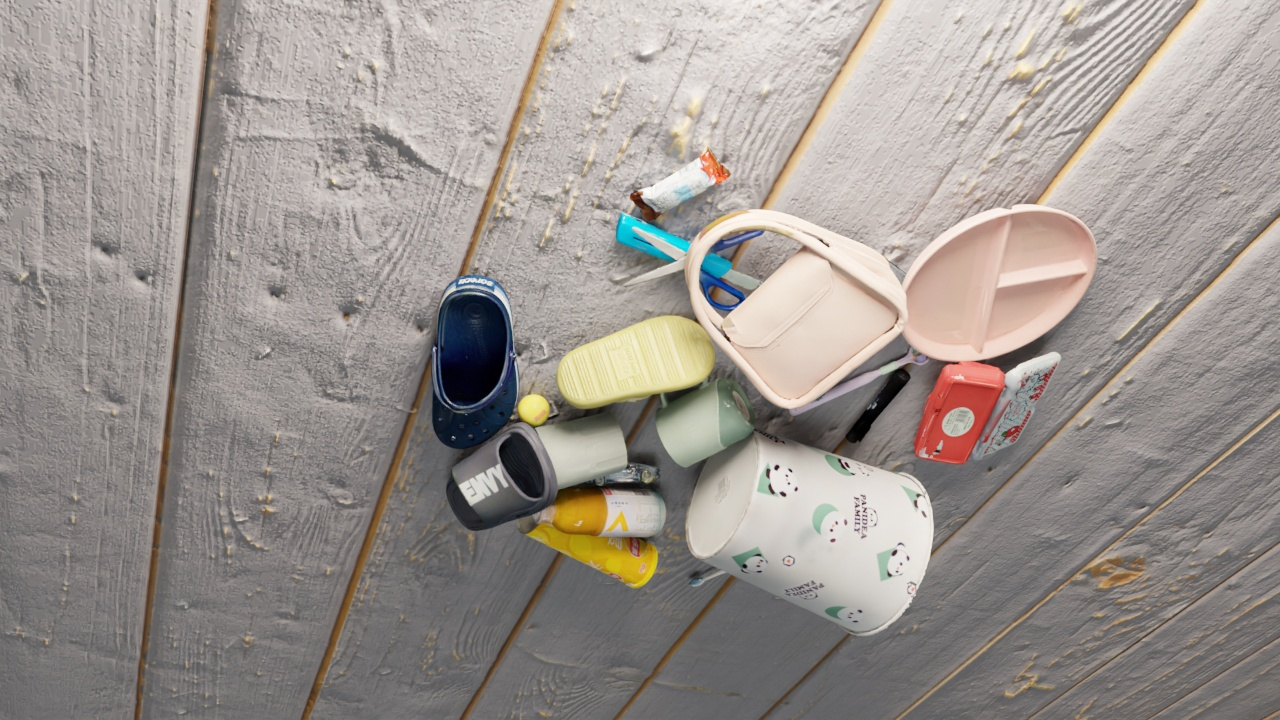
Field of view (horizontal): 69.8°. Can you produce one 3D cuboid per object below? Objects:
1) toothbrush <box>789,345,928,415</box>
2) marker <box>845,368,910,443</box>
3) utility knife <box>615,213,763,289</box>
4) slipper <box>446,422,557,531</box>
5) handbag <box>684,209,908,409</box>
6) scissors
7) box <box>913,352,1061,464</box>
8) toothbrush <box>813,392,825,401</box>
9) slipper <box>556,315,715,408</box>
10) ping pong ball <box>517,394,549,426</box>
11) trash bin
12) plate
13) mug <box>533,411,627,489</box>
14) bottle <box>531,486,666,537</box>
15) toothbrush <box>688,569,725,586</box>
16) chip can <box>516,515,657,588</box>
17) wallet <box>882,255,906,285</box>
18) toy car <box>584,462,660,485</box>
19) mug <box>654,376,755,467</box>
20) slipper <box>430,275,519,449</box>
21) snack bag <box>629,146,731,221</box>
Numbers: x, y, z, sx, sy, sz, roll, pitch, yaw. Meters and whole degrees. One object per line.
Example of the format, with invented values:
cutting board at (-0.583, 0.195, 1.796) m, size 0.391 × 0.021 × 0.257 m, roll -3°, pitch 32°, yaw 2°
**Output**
toothbrush at (0.275, 0.029, 1.175) m, size 0.189 × 0.029 × 0.021 m, roll -28°, pitch 166°, yaw 22°
marker at (0.312, 0.062, 1.207) m, size 0.022 × 0.020 × 0.132 m, roll 21°, pitch 129°, yaw -8°
utility knife at (0.056, -0.116, 1.027) m, size 0.191 × 0.018 × 0.034 m, roll 20°, pitch 128°, yaw -23°
slipper at (-0.196, 0.169, 1.169) m, size 0.269 × 0.083 × 0.110 m, roll -35°, pitch 85°, yaw 49°
handbag at (0.154, -0.071, 1.010) m, size 0.234 × 0.093 × 0.194 m, roll 33°, pitch 120°, yaw -23°
scissors at (0.066, -0.110, 1.014) m, size 0.163 × 0.012 × 0.176 m, roll -37°, pitch 126°, yaw 21°
box at (0.445, 0.067, 1.187) m, size 0.161 × 0.060 × 0.201 m, roll -5°, pitch 143°, yaw -1°
toothbrush at (0.254, -0.019, 1.104) m, size 0.016 × 0.018 × 0.192 m, roll 12°, pitch 129°, yaw -21°
slipper at (-0.007, 0.006, 1.104) m, size 0.190 × 0.091 × 0.081 m, roll -15°, pitch 170°, yaw -1°
ping pong ball at (-0.135, 0.063, 1.163) m, size 0.040 × 0.040 × 0.040 m, roll -2°, pitch 133°, yaw -2°
trash bin at (0.213, 0.216, 1.216) m, size 0.251 × 0.229 × 0.230 m, roll 23°, pitch 128°, yaw -17°
plate at (0.406, -0.087, 1.059) m, size 0.229 × 0.028 × 0.230 m, roll -6°, pitch 136°, yaw -6°
mug at (-0.081, 0.122, 1.191) m, size 0.103 × 0.083 × 0.124 m, roll -14°, pitch 162°, yaw -14°
bottle at (-0.057, 0.207, 1.259) m, size 0.189 × 0.068 × 0.068 m, roll 7°, pitch 134°, yaw -30°
toothbrush at (0.168, 0.306, 1.421) m, size 0.221 × 0.026 × 0.026 m, roll -30°, pitch 150°, yaw 23°
chip can at (-0.074, 0.258, 1.330) m, size 0.213 × 0.072 × 0.072 m, roll 34°, pitch 122°, yaw -29°
wallet at (0.272, -0.064, 1.091) m, size 0.097 × 0.019 × 0.121 m, roll 28°, pitch 124°, yaw -29°
toy car at (-0.025, 0.155, 1.255) m, size 0.105 × 0.031 × 0.049 m, roll -3°, pitch 172°, yaw -7°
mug at (0.077, 0.064, 1.161) m, size 0.106 × 0.082 × 0.112 m, roll -29°, pitch 97°, yaw 22°
slipper at (-0.195, 0.018, 1.084) m, size 0.105 × 0.095 × 0.253 m, roll 7°, pitch 129°, yaw -7°
snack bag at (0.041, -0.181, 0.958) m, size 0.105 × 0.026 × 0.045 m, roll -27°, pitch 138°, yaw 21°
